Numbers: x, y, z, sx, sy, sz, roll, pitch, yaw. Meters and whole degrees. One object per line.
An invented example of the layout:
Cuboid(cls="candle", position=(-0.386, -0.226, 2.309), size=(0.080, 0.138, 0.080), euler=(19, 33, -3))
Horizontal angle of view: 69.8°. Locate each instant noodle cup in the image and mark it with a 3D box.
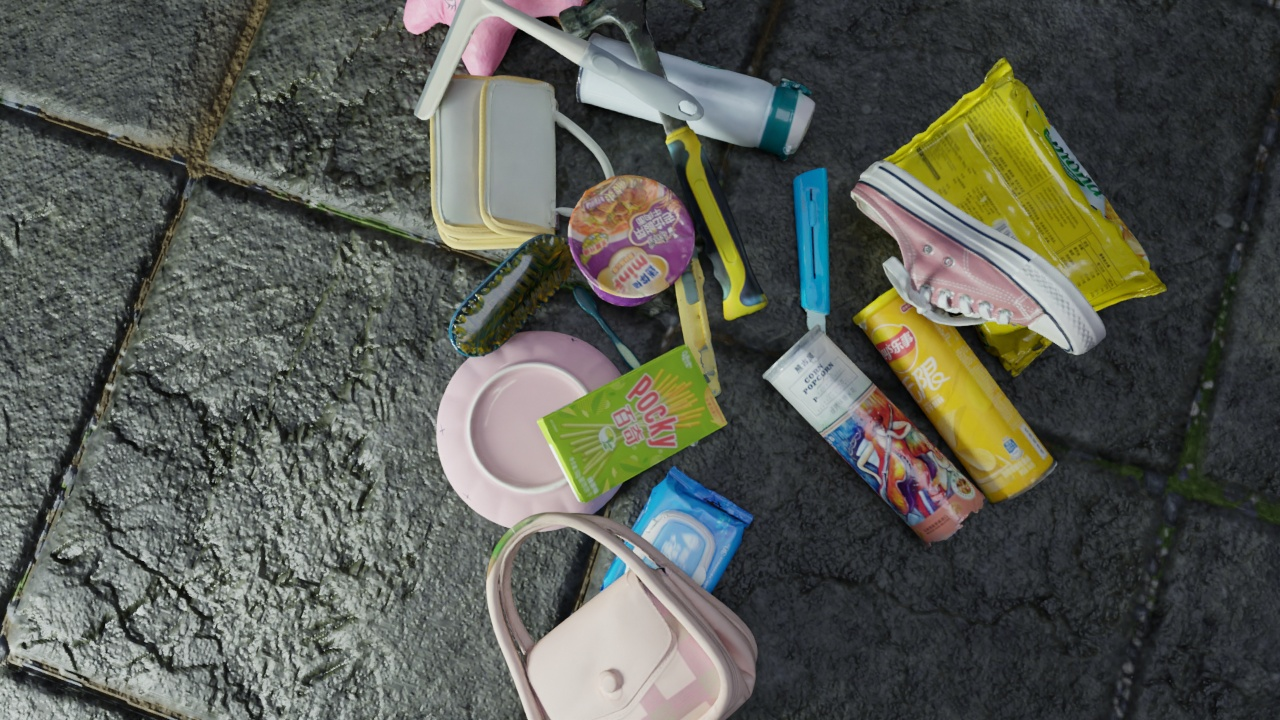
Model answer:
Cuboid(cls="instant noodle cup", position=(-0.009, -0.101, 0.847), size=(0.111, 0.099, 0.111), euler=(0, 81, -2))

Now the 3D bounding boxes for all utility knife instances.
Cuboid(cls="utility knife", position=(0.168, -0.105, 0.887), size=(0.034, 0.018, 0.166), euler=(-2, 83, 0))
Cuboid(cls="utility knife", position=(0.055, -0.036, 0.884), size=(0.031, 0.018, 0.151), euler=(-11, 86, 6))

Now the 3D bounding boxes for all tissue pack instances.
Cuboid(cls="tissue pack", position=(0.026, 0.184, 0.832), size=(0.095, 0.052, 0.157), euler=(31, 84, 5))

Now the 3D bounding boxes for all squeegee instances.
Cuboid(cls="squeegee", position=(-0.055, -0.273, 0.808), size=(0.246, 0.039, 0.247), euler=(29, 108, 1))

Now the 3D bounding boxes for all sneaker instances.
Cuboid(cls="sneaker", position=(0.267, -0.071, 0.775), size=(0.241, 0.118, 0.088), euler=(41, 96, 20))

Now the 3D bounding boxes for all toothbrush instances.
Cuboid(cls="toothbrush", position=(-0.005, 0.005, 0.879), size=(0.016, 0.018, 0.191), euler=(-37, 85, -4))

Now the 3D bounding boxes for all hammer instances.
Cuboid(cls="hammer", position=(0.045, -0.194, 0.850), size=(0.126, 0.031, 0.323), euler=(-22, 99, 11))

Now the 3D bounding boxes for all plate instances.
Cuboid(cls="plate", position=(-0.099, 0.063, 0.859), size=(0.192, 0.039, 0.192), euler=(0, 82, 1))

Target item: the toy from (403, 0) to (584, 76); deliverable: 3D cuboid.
Cuboid(cls="toy", position=(-0.147, -0.361, 0.895), size=(0.195, 0.074, 0.179), euler=(6, 108, 15))

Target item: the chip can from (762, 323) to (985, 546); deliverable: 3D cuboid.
Cuboid(cls="chip can", position=(0.211, 0.067, 0.836), size=(0.071, 0.071, 0.214), euler=(-43, 84, -5))

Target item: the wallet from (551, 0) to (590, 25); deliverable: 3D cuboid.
Cuboid(cls="wallet", position=(-0.081, -0.425, 0.929), size=(0.119, 0.035, 0.130), euler=(-43, 83, -2))

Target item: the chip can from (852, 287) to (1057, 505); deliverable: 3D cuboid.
Cuboid(cls="chip can", position=(0.286, 0.025, 0.840), size=(0.072, 0.072, 0.213), euler=(-35, 83, -4))

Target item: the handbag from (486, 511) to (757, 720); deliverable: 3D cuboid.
Cuboid(cls="handbag", position=(-0.035, 0.233, 0.782), size=(0.194, 0.093, 0.234), euler=(-42, 80, 17))

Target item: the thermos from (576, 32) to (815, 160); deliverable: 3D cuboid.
Cuboid(cls="thermos", position=(0.055, -0.256, 0.887), size=(0.224, 0.073, 0.073), euler=(16, 83, 3))

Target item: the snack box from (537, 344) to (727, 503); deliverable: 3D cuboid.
Cuboid(cls="snack box", position=(-0.006, 0.056, 0.835), size=(0.156, 0.026, 0.086), euler=(-27, 91, -18))

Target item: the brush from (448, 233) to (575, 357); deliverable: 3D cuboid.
Cuboid(cls="brush", position=(-0.122, -0.061, 0.860), size=(0.055, 0.073, 0.143), euler=(45, 82, -15))

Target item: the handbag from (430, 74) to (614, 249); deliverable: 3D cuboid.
Cuboid(cls="handbag", position=(-0.113, -0.193, 0.888), size=(0.178, 0.063, 0.163), euler=(-1, 84, -2))

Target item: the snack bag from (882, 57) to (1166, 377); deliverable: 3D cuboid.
Cuboid(cls="snack bag", position=(0.330, -0.124, 0.831), size=(0.158, 0.068, 0.246), euler=(-36, 84, 25))
